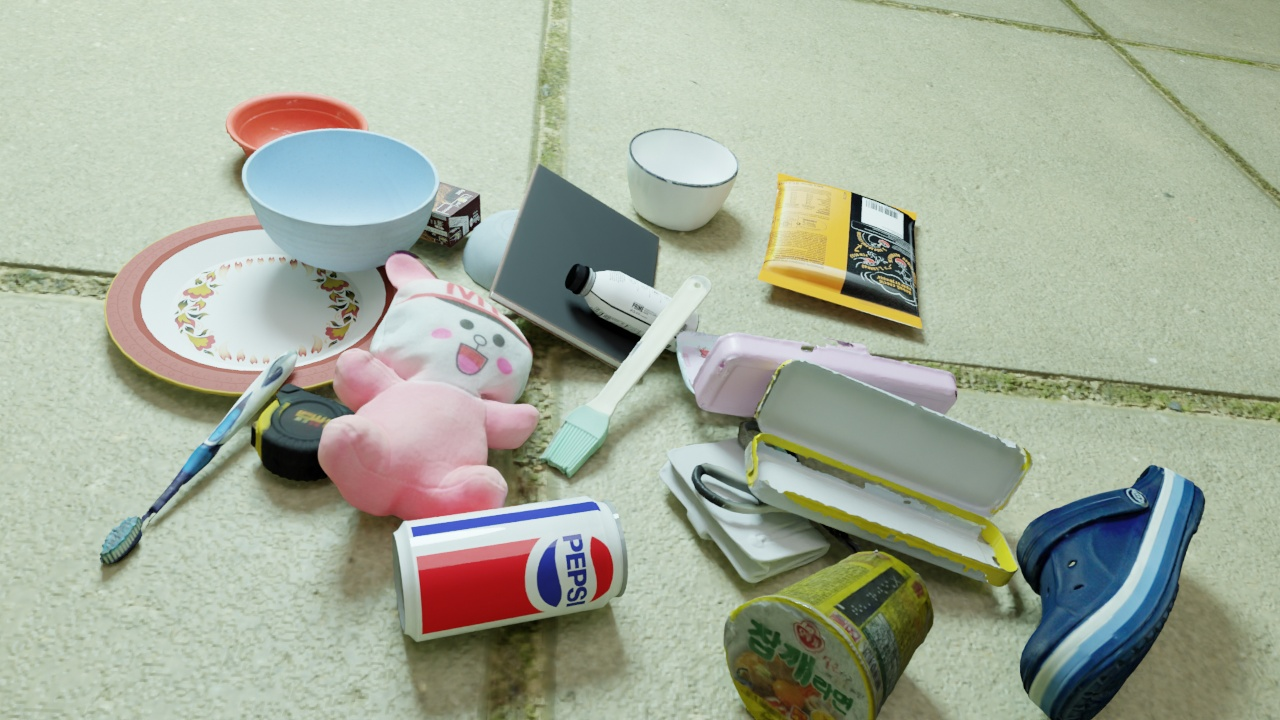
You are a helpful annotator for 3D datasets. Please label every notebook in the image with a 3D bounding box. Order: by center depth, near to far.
[{"bbox_3d":[-0.049,-0.085,0.814,0.141,0.008,0.208,29,37,-17],"label":"notebook"}]

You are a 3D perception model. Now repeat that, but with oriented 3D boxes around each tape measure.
[{"bbox_3d":[-0.228,0.054,0.629,0.067,0.038,0.062,19,32,2],"label":"tape measure"}]

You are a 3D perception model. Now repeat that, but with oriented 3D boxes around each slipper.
[{"bbox_3d":[0.301,0.143,0.616,0.095,0.105,0.252,35,41,25],"label":"slipper"}]

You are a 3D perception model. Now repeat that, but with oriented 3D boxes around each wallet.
[{"bbox_3d":[0.072,0.106,0.655,0.086,0.032,0.116,-4,40,-35],"label":"wallet"}]

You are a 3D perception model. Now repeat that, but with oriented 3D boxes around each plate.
[{"bbox_3d":[-0.297,-0.046,0.735,0.229,0.021,0.229,7,41,-6],"label":"plate"}]

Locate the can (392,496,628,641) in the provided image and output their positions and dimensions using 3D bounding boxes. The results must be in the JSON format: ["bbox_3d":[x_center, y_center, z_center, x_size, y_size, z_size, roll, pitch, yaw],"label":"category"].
[{"bbox_3d":[-0.080,0.125,0.559,0.132,0.070,0.070,-5,44,-20],"label":"can"}]

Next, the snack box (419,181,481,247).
[{"bbox_3d":[-0.223,-0.149,0.854,0.141,0.032,0.050,19,40,17],"label":"snack box"}]

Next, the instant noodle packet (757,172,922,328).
[{"bbox_3d":[0.209,-0.121,0.944,0.160,0.032,0.220,17,40,1],"label":"instant noodle packet"}]

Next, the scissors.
[{"bbox_3d":[0.109,0.095,0.650,0.157,0.013,0.169,7,33,-21],"label":"scissors"}]

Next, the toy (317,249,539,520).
[{"bbox_3d":[-0.144,0.019,0.649,0.142,0.084,0.212,25,41,-20],"label":"toy"}]

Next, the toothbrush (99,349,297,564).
[{"bbox_3d":[-0.285,0.056,0.605,0.016,0.017,0.188,25,50,5],"label":"toothbrush"}]

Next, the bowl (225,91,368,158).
[{"bbox_3d":[-0.334,-0.213,0.899,0.130,0.045,0.130,7,41,-7],"label":"bowl"}]

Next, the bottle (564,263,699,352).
[{"bbox_3d":[-0.009,-0.047,0.767,0.116,0.041,0.041,25,36,-22],"label":"bottle"}]

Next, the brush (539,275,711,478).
[{"bbox_3d":[-0.004,0.004,0.719,0.033,0.012,0.217,28,59,17],"label":"brush"}]

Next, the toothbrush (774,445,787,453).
[{"bbox_3d":[0.107,0.053,0.733,0.016,0.016,0.180,4,40,-24],"label":"toothbrush"}]

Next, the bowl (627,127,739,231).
[{"bbox_3d":[0.039,-0.184,0.947,0.116,0.066,0.116,7,41,-7],"label":"bowl"}]

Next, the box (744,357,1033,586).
[{"bbox_3d":[0.181,0.077,0.644,0.210,0.080,0.083,21,27,-9],"label":"box"}]

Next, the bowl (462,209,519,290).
[{"bbox_3d":[-0.108,-0.105,0.838,0.106,0.039,0.106,7,41,-7],"label":"bowl"}]

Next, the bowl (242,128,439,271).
[{"bbox_3d":[-0.244,-0.123,0.760,0.150,0.075,0.150,7,41,-6],"label":"bowl"}]

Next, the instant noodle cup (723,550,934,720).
[{"bbox_3d":[0.120,0.166,0.554,0.102,0.102,0.108,39,38,27],"label":"instant noodle cup"}]

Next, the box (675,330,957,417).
[{"bbox_3d":[0.136,0.002,0.730,0.201,0.101,0.103,9,47,-16],"label":"box"}]
